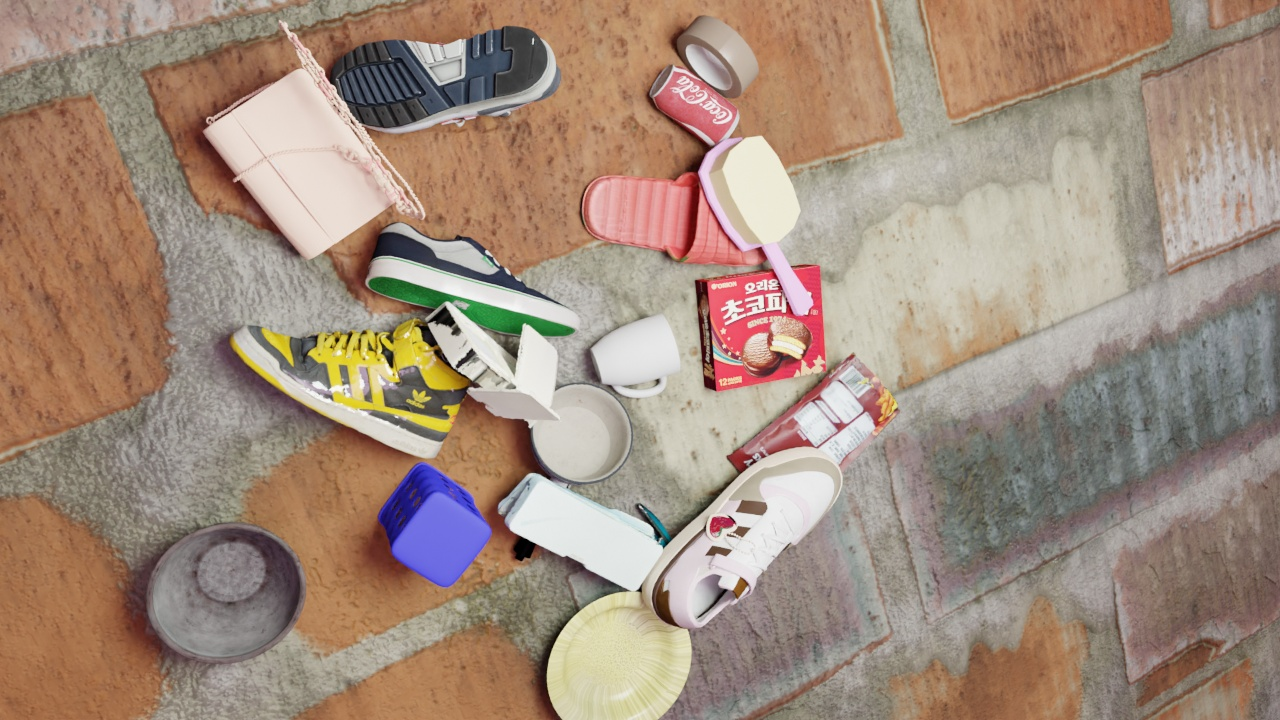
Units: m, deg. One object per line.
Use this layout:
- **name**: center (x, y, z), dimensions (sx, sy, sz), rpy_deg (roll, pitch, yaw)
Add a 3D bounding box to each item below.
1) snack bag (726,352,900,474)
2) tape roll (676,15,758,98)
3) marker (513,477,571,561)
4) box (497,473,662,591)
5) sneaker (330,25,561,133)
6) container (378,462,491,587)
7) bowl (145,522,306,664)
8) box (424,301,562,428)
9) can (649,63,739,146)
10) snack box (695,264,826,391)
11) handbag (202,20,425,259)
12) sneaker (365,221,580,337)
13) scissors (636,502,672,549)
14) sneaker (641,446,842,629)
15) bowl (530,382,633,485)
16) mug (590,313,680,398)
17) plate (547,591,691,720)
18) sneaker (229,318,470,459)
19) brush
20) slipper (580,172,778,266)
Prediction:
- **snack bag**: center (0.229, 0.100, 1.167), dimensions (0.208, 0.066, 0.139), rpy_deg (-45, 112, -2)
- **tape roll**: center (0.086, -0.337, 1.022), dimensions (0.093, 0.094, 0.030), rpy_deg (43, 82, -21)
- **marker**: center (-0.112, 0.176, 1.068), dimensions (0.025, 0.025, 0.126), rpy_deg (29, 88, -22)
- **box**: center (-0.063, 0.194, 1.043), dimensions (0.199, 0.072, 0.086), rpy_deg (33, 122, -31)
- **sneaker**: center (-0.183, -0.276, 0.930), dimensions (0.240, 0.124, 0.089), rpy_deg (-2, 96, 20)
- **container**: center (-0.220, 0.175, 0.979), dimensions (0.084, 0.114, 0.085), rpy_deg (40, 84, -22)
- **bowl**: center (-0.419, 0.227, 0.937), dimensions (0.144, 0.067, 0.145), rpy_deg (-3, 100, -20)
- **box**: center (-0.124, 0.016, 0.931), dimensions (0.081, 0.181, 0.143), rpy_deg (-42, 140, 3)
- **can**: center (0.061, -0.290, 1.042), dimensions (0.096, 0.054, 0.054), rpy_deg (31, 87, -22)
- **snack box**: center (0.149, -0.042, 1.126), dimensions (0.152, 0.036, 0.133), rpy_deg (-10, 102, -19)
- **handbag**: center (-0.314, -0.186, 0.843), dimensions (0.116, 0.187, 0.199), rpy_deg (-38, 116, -11)
- **sneaker**: center (-0.168, -0.086, 0.980), dimensions (0.235, 0.084, 0.079), rpy_deg (18, 68, -26)
- **scissors**: center (0.034, 0.231, 1.136), dimensions (0.130, 0.019, 0.135), rpy_deg (6, 99, -22)
- **sneaker**: center (0.138, 0.211, 1.083), dimensions (0.293, 0.116, 0.112), rpy_deg (-34, 108, -14)
- **bowl**: center (-0.072, 0.089, 1.039), dimensions (0.115, 0.059, 0.115), rpy_deg (5, 70, -15)
- **mug**: center (-0.006, 0.006, 1.066), dimensions (0.089, 0.071, 0.107), rpy_deg (-18, 132, -9)
- **plate**: center (-0.030, 0.366, 1.124), dimensions (0.184, 0.036, 0.184), rpy_deg (-3, 99, -21)
- **sneaker**: center (-0.283, -0.001, 0.940), dimensions (0.238, 0.086, 0.122), rpy_deg (33, 92, -26)
- **brush**: center (0.150, -0.150, 1.057), dimensions (0.089, 0.043, 0.229), rpy_deg (-43, 113, -26)
- **slipper**: center (0.057, -0.164, 1.059), dimensions (0.248, 0.059, 0.103), rpy_deg (7, 96, -20)
